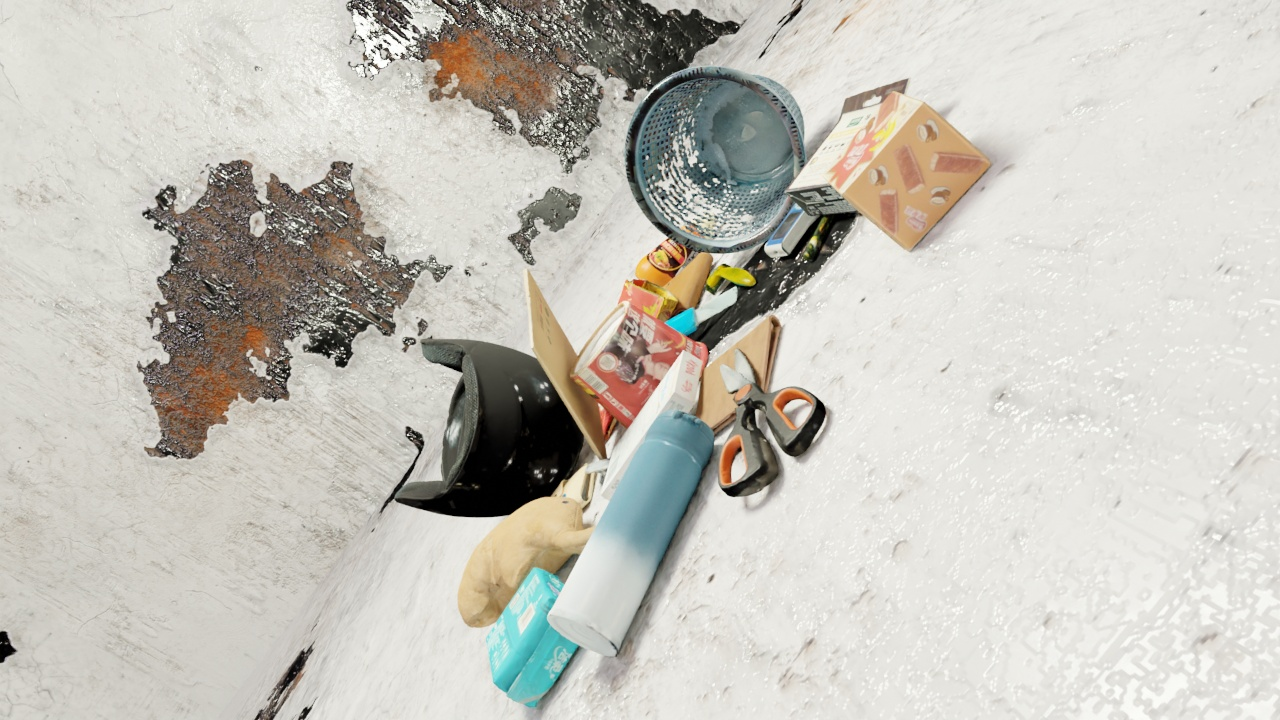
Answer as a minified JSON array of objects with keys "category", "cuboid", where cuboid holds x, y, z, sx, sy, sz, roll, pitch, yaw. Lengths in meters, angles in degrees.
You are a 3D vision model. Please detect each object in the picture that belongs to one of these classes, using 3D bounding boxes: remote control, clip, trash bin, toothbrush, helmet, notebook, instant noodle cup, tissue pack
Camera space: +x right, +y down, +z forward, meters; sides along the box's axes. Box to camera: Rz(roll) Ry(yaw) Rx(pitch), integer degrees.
[{"category":"remote control","cuboid":[0.185,-0.168,1.015,0.125,0.024,0.049,-53,13,-6]},{"category":"clip","cuboid":[-0.037,0.121,1.052,0.056,0.026,0.024,-32,27,36]},{"category":"trash bin","cuboid":[0.119,-0.274,1.172,0.227,0.226,0.194,-44,3,34]},{"category":"toothbrush","cuboid":[0.213,-0.175,0.968,0.017,0.012,0.185,-13,41,54]},{"category":"helmet","cuboid":[-0.198,0.096,1.224,0.275,0.230,0.233,155,125,-75]},{"category":"notebook","cuboid":[-0.086,0.011,1.064,0.008,0.208,0.147,-21,41,7]},{"category":"instant noodle cup","cuboid":[-0.006,0.006,1.042,0.138,0.108,0.137,-49,14,16]},{"category":"tissue pack","cuboid":[-0.098,0.252,0.850,0.093,0.050,0.133,-56,13,-5]}]

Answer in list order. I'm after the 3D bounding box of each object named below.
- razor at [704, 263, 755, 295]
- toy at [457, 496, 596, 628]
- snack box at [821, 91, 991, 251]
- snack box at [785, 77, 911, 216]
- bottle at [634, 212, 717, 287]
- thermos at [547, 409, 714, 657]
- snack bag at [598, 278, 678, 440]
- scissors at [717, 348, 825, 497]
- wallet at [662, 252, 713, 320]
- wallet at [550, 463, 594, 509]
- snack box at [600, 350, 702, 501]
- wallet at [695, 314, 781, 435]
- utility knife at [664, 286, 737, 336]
[{"category":"razor","cuboid":[0.109,-0.100,1.106,0.043,0.028,0.132,-50,15,-3]},{"category":"toy","cuboid":[-0.112,0.201,0.989,0.227,0.082,0.143,-40,21,33]},{"category":"snack box","cuboid":[0.217,-0.159,0.764,0.094,0.077,0.092,-49,14,17]},{"category":"snack box","cuboid":[0.218,-0.210,0.922,0.125,0.053,0.113,-52,20,-8]},{"category":"bottle","cuboid":[0.060,-0.165,1.379,0.149,0.067,0.066,-46,13,2]},{"category":"thermos","cuboid":[-0.001,0.139,0.782,0.070,0.070,0.219,-33,23,56]},{"category":"snack bag","cuboid":[-0.025,-0.002,1.196,0.208,0.073,0.128,-66,22,11]},{"category":"scissors","cuboid":[0.106,0.030,0.772,0.161,0.021,0.233,-36,21,35]},{"category":"wallet","cuboid":[0.048,-0.081,1.258,0.108,0.031,0.131,-39,19,42]},{"category":"wallet","cuboid":[-0.097,0.177,1.104,0.115,0.024,0.087,-49,13,24]},{"category":"snack box","cuboid":[0.011,0.070,0.948,0.157,0.027,0.084,-55,9,31]},{"category":"wallet","cuboid":[0.090,0.020,0.875,0.101,0.020,0.115,-42,20,38]},{"category":"utility knife","cuboid":[0.033,-0.033,1.107,0.204,0.034,0.018,-30,-20,22]}]
